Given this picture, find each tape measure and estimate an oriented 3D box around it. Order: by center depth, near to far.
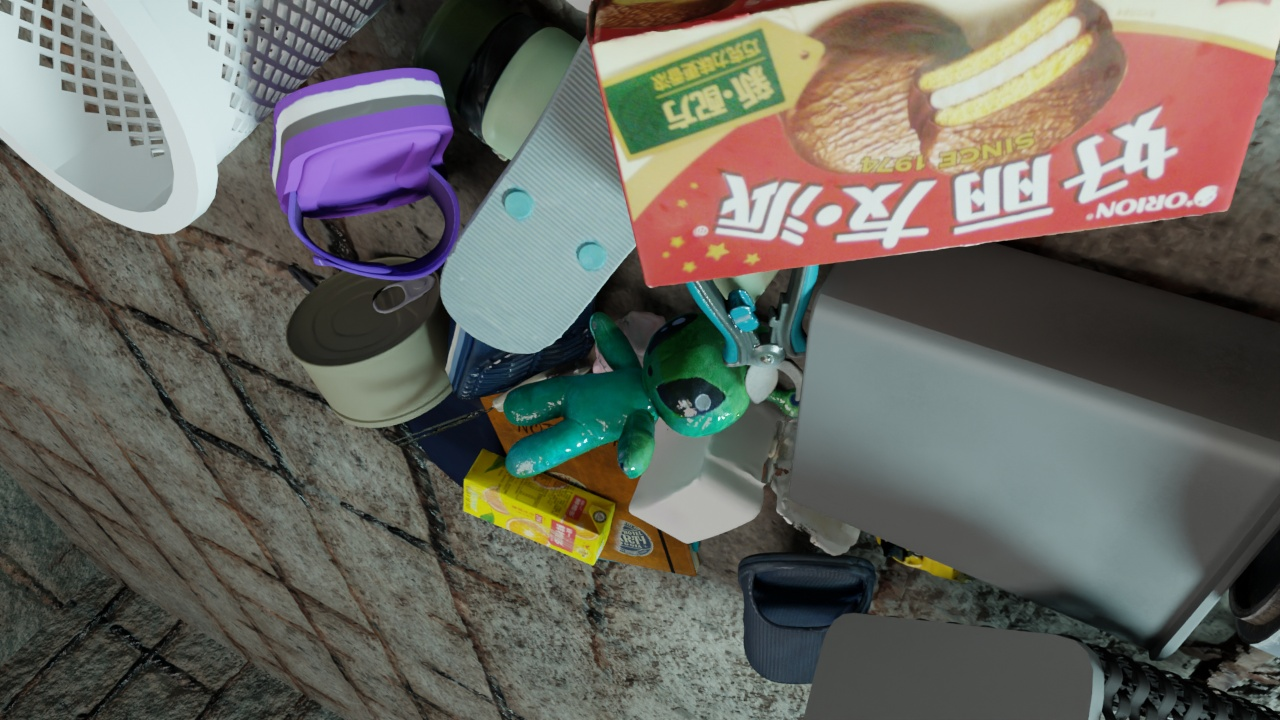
[{"bbox_3d":[0.189,0.103,0.602,0.072,0.071,0.042,8,139,24],"label":"tape measure"}]

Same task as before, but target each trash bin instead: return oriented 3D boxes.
[{"bbox_3d":[0.387,0.100,0.366,0.227,0.163,0.164,23,143,23],"label":"trash bin"},{"bbox_3d":[-0.239,-0.205,0.486,0.195,0.199,0.196,22,143,18],"label":"trash bin"},{"bbox_3d":[0.204,0.039,0.495,0.220,0.097,0.192,21,142,22],"label":"trash bin"}]

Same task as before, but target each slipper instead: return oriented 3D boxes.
[{"bbox_3d":[-0.006,-0.108,0.437,0.098,0.054,0.269,38,119,-21],"label":"slipper"},{"bbox_3d":[-0.156,-0.088,0.546,0.267,0.107,0.084,179,75,-73],"label":"slipper"},{"bbox_3d":[-0.087,-0.049,0.641,0.095,0.105,0.253,66,159,15],"label":"slipper"},{"bbox_3d":[0.128,0.214,0.720,0.101,0.082,0.264,-2,153,4],"label":"slipper"}]

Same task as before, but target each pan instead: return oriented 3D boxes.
[{"bbox_3d":[-0.210,0.038,0.899,0.356,0.021,0.199,46,144,-13],"label":"pan"}]

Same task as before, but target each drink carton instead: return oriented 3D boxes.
[{"bbox_3d":[-0.093,0.135,0.837,0.134,0.042,0.059,21,139,7],"label":"drink carton"}]

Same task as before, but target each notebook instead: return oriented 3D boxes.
[{"bbox_3d":[-0.033,0.117,0.831,0.179,0.014,0.249,6,136,23],"label":"notebook"}]

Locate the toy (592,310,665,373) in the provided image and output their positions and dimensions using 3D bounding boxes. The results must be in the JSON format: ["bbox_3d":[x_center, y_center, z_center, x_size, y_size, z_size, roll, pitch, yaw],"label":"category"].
[{"bbox_3d":[-0.004,0.004,0.668,0.063,0.047,0.110,24,157,3],"label":"toy"}]

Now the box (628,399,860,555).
[{"bbox_3d":[0.088,0.079,0.638,0.137,0.108,0.129,32,144,-19],"label":"box"}]

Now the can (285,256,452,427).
[{"bbox_3d":[-0.210,-0.016,0.744,0.128,0.127,0.073,14,141,28],"label":"can"}]

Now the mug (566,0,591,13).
[{"bbox_3d":[0.013,-0.202,0.402,0.105,0.073,0.090,16,149,-19],"label":"mug"}]

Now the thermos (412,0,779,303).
[{"bbox_3d":[-0.018,-0.117,0.512,0.231,0.082,0.083,34,145,1],"label":"thermos"}]

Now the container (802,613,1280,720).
[{"bbox_3d":[0.248,0.303,0.549,0.243,0.247,0.246,26,160,-19],"label":"container"}]

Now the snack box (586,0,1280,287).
[{"bbox_3d":[0.106,-0.102,0.357,0.236,0.060,0.113,-7,133,8],"label":"snack box"}]

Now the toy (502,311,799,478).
[{"bbox_3d":[0.004,0.023,0.587,0.193,0.130,0.072,-18,143,10],"label":"toy"}]

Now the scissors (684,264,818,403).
[{"bbox_3d":[0.064,-0.025,0.475,0.156,0.019,0.125,26,136,-31],"label":"scissors"}]

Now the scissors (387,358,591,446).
[{"bbox_3d":[-0.101,0.030,0.687,0.163,0.157,0.012,-29,78,43],"label":"scissors"}]
